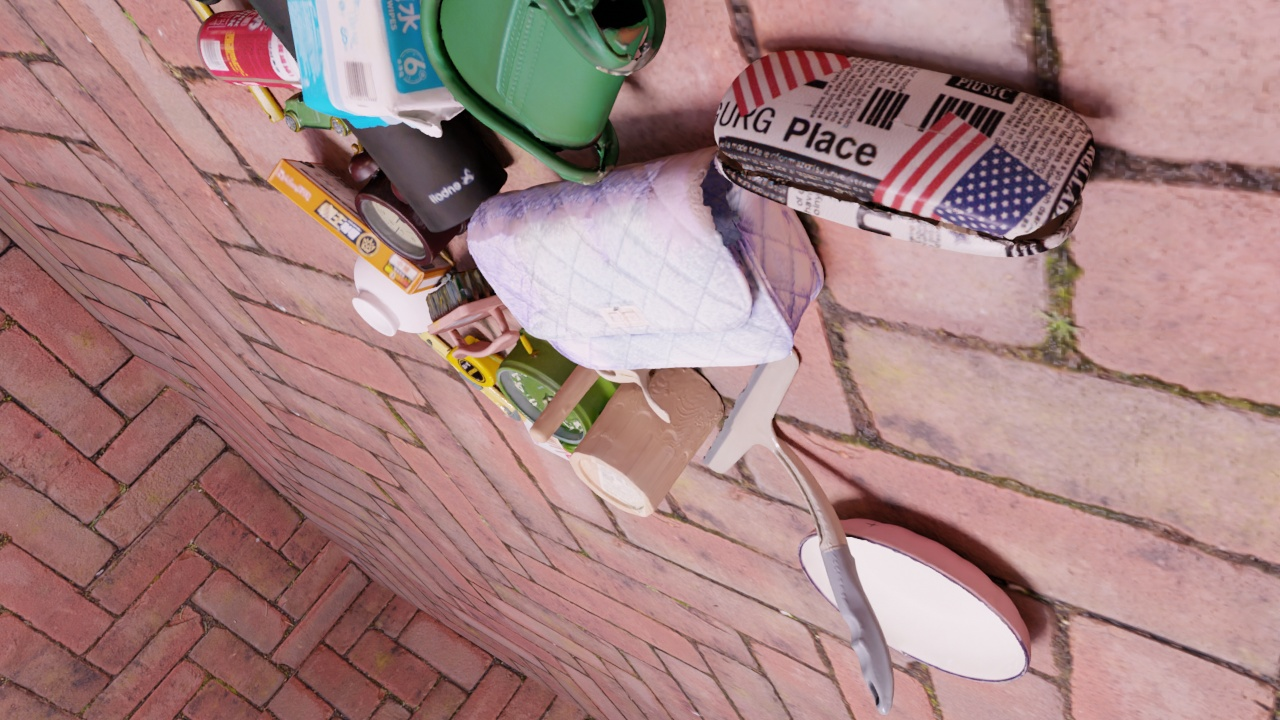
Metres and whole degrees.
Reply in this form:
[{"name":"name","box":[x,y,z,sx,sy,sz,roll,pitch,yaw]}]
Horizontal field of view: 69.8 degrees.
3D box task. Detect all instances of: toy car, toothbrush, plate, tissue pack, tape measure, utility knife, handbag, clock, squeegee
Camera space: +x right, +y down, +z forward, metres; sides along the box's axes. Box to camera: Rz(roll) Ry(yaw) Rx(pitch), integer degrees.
[{"name":"toy car","box":[-0.225,-0.189,0.676,0.091,0.043,0.036,8,128,33]},{"name":"toothbrush","box":[-0.345,-0.269,0.727,0.016,0.016,0.190,17,148,37]},{"name":"plate","box":[0.220,0.185,0.736,0.192,0.039,0.193,30,153,16]},{"name":"tissue pack","box":[-0.146,-0.196,0.504,0.090,0.063,0.140,17,120,38]},{"name":"tape measure","box":[-0.164,-0.001,0.928,0.057,0.028,0.060,44,154,-11]},{"name":"utility knife","box":[-0.195,0.006,1.002,0.178,0.019,0.031,46,148,-8]},{"name":"handbag","box":[0.001,-0.055,0.547,0.194,0.075,0.134,-4,134,41]},{"name":"clock","box":[-0.179,-0.126,0.708,0.082,0.055,0.122,25,155,26]},{"name":"squeegee","box":[0.136,0.135,0.680,0.247,0.039,0.246,107,142,-63]},{"name":"handbag","box":[-0.046,-0.158,0.446,0.120,0.067,0.132,51,154,8]},{"name":"clock","box":[-0.062,0.033,0.823,0.161,0.056,0.116,45,155,-14]}]

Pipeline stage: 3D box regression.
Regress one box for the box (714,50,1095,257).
[{"name":"box","box":[0.104,-0.094,0.390,0.164,0.074,0.077,26,146,28]}]

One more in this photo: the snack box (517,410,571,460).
[{"name":"snack box","box":[-0.053,0.082,0.929,0.157,0.026,0.085,22,150,28]}]

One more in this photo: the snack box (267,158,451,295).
[{"name":"snack box","box":[-0.238,-0.116,0.790,0.154,0.026,0.075,39,-168,0]}]

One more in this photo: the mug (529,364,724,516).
[{"name":"mug","box":[-0.012,0.049,0.732,0.125,0.103,0.084,30,154,14]}]

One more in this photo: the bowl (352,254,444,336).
[{"name":"bowl","box":[-0.233,-0.062,0.873,0.118,0.064,0.118,29,154,16]}]

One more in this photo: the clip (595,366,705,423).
[{"name":"clip","box":[-0.005,0.006,0.697,0.097,0.060,0.034,25,157,23]}]

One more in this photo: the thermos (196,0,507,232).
[{"name":"thermos","box":[-0.192,-0.191,0.587,0.242,0.090,0.068,53,-166,-29]}]

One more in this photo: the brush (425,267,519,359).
[{"name":"brush","box":[-0.145,-0.037,0.789,0.146,0.063,0.073,-16,95,62]}]

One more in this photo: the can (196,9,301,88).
[{"name":"can","box":[-0.260,-0.222,0.654,0.133,0.053,0.053,16,147,38]}]
